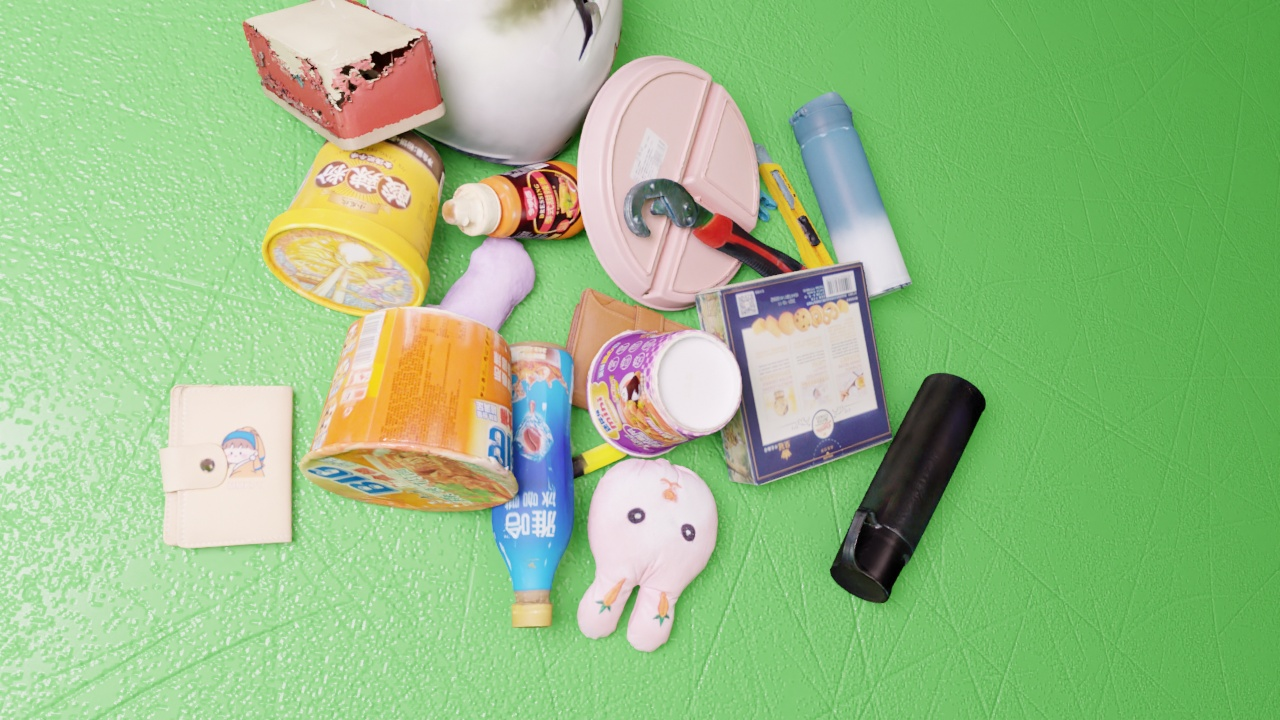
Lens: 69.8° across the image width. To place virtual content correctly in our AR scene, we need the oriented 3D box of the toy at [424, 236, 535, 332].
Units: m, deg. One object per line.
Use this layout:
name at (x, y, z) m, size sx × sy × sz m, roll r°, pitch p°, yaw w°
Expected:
toy at (-0.124, -0.056, 0.764) m, size 0.084 × 0.039 × 0.107 m, roll 45°, pitch 58°, yaw -32°

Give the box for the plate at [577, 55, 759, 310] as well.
plate at (0.036, -0.160, 0.832) m, size 0.229 × 0.028 × 0.229 m, roll -4°, pitch 97°, yaw -44°

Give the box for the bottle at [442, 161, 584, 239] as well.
bottle at (-0.102, -0.128, 0.755) m, size 0.149 × 0.067 × 0.066 m, roll -20°, pitch 87°, yaw -51°

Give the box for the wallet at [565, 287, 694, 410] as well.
wallet at (-0.005, 0.005, 0.817) m, size 0.131 × 0.031 × 0.107 m, roll 21°, pitch 70°, yaw -24°

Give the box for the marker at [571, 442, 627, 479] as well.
marker at (-0.063, 0.094, 0.773) m, size 0.124 × 0.015 × 0.018 m, roll -22°, pitch 84°, yaw -27°

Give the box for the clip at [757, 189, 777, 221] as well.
clip at (0.114, -0.166, 0.932) m, size 0.057 × 0.014 × 0.047 m, roll 37°, pitch 65°, yaw -17°

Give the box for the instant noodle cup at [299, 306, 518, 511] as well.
instant noodle cup at (-0.159, 0.036, 0.666) m, size 0.151 × 0.152 × 0.111 m, roll 14°, pitch 63°, yaw -24°

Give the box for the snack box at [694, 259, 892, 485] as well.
snack box at (0.149, 0.008, 0.868) m, size 0.177 × 0.046 × 0.182 m, roll -13°, pitch 95°, yaw -31°

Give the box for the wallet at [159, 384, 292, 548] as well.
wallet at (-0.293, 0.073, 0.651) m, size 0.087 × 0.024 × 0.115 m, roll 2°, pitch 78°, yaw -26°

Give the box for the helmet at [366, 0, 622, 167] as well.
helmet at (-0.108, -0.310, 0.767) m, size 0.230 × 0.157 × 0.273 m, roll 19°, pitch 69°, yaw -23°

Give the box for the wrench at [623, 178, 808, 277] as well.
wrench at (0.085, -0.107, 0.851) m, size 0.273 × 0.016 × 0.056 m, roll 17°, pitch 84°, yaw -44°

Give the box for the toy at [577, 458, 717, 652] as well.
toy at (0.005, 0.162, 0.773) m, size 0.121 × 0.054 × 0.159 m, roll 19°, pitch 77°, yaw -22°

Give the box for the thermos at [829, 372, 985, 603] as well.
thermos at (0.263, 0.115, 0.901) m, size 0.241 × 0.068 × 0.090 m, roll -54°, pitch 139°, yaw -28°

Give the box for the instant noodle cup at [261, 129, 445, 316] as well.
instant noodle cup at (-0.206, -0.110, 0.693) m, size 0.118 × 0.119 × 0.114 m, roll 23°, pitch 60°, yaw -21°

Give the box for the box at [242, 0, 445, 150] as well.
box at (-0.223, -0.223, 0.672) m, size 0.091 × 0.168 × 0.076 m, roll -30°, pitch 134°, yaw -27°

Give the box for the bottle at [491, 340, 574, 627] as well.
bottle at (-0.084, 0.096, 0.719) m, size 0.065 × 0.065 × 0.218 m, roll 8°, pitch 71°, yaw -26°

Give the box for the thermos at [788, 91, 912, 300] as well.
thermos at (0.219, -0.170, 0.958) m, size 0.070 × 0.070 × 0.220 m, roll -15°, pitch 85°, yaw -30°

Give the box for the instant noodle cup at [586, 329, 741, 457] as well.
instant noodle cup at (0.023, 0.023, 0.755) m, size 0.111 × 0.099 × 0.111 m, roll 4°, pitch 81°, yaw -25°

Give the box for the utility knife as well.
utility knife at (0.160, -0.150, 0.950) m, size 0.033 × 0.015 × 0.181 m, roll -31°, pitch 93°, yaw -33°
